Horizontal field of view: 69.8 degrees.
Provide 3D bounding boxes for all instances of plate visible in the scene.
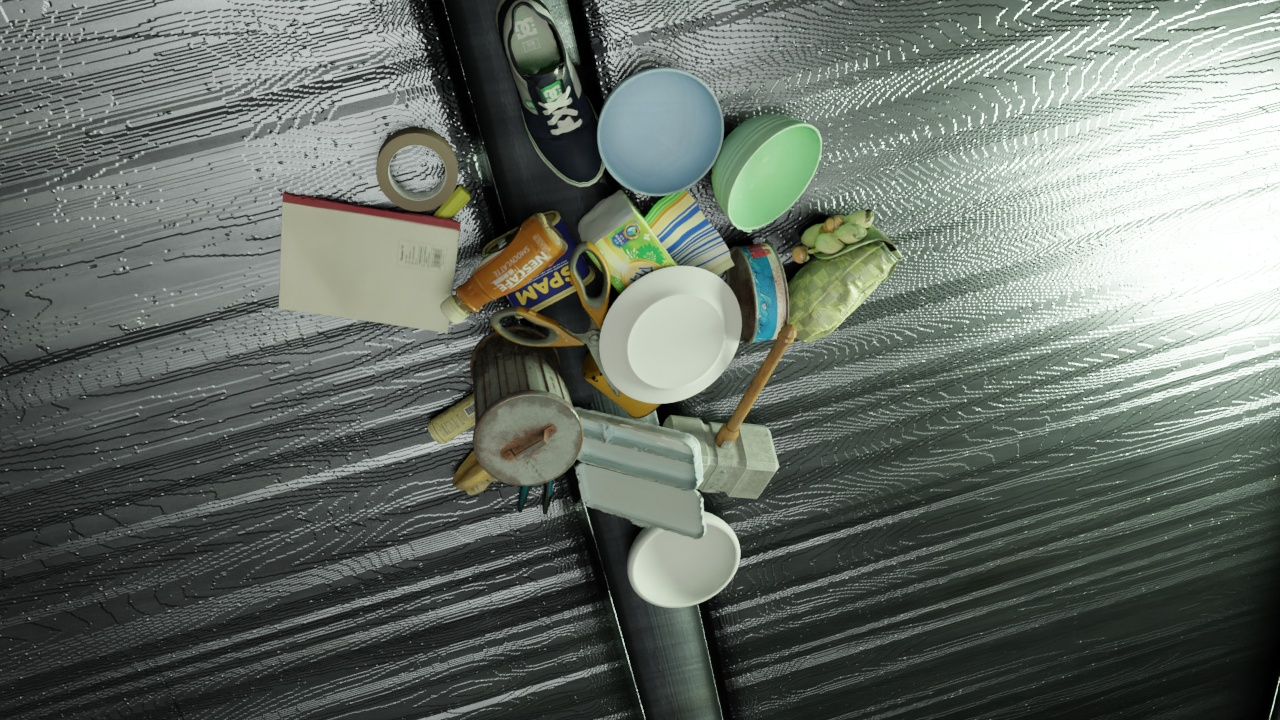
[{"bbox_3d":[0.042,-0.026,1.142,0.188,0.016,0.189,-8,119,-16],"label":"plate"}]

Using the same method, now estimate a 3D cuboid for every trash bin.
[{"bbox_3d":[-0.149,0.055,1.158,0.130,0.211,0.131,-6,119,-10],"label":"trash bin"}]

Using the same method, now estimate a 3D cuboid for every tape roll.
[{"bbox_3d":[-0.263,-0.226,1.084,0.093,0.030,0.094,-5,119,-10],"label":"tape roll"}]

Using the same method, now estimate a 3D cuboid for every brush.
[{"bbox_3d":[-0.181,0.123,1.277,0.195,0.059,0.043,-37,128,10],"label":"brush"}]

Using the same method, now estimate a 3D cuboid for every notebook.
[{"bbox_3d":[-0.333,-0.116,1.125,0.208,0.012,0.153,9,116,-9],"label":"notebook"}]

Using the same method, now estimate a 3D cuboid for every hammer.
[{"bbox_3d":[0.141,0.063,1.246,0.162,0.082,0.319,7,136,-17],"label":"hammer"}]

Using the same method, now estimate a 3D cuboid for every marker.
[{"bbox_3d":[-0.254,-0.164,1.128,0.124,0.017,0.021,-44,150,14],"label":"marker"}]

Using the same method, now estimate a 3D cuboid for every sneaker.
[{"bbox_3d":[-0.100,-0.300,1.054,0.084,0.079,0.235,-23,121,-1],"label":"sneaker"}]

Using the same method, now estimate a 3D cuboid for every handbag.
[{"bbox_3d":[0.248,-0.120,1.216,0.117,0.113,0.187,41,103,-20],"label":"handbag"}]

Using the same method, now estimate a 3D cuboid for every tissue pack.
[{"bbox_3d":[0.033,-0.131,1.161,0.141,0.120,0.197,-35,126,9],"label":"tissue pack"}]

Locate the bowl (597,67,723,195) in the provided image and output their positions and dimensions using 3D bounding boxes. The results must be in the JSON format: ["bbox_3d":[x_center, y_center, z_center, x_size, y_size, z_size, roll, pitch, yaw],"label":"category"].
[{"bbox_3d":[0.017,-0.279,1.095,0.150,0.074,0.151,-5,119,-10],"label":"bowl"}]

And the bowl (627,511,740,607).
[{"bbox_3d":[0.062,0.296,1.421,0.176,0.066,0.177,-5,119,-10],"label":"bowl"}]

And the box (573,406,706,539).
[{"bbox_3d":[-0.005,0.158,1.287,0.209,0.037,0.189,10,131,28],"label":"box"}]

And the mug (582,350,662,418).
[{"bbox_3d":[-0.007,0.007,1.222,0.094,0.100,0.124,39,140,-26],"label":"mug"}]

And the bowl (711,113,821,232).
[{"bbox_3d":[0.144,-0.242,1.129,0.150,0.077,0.151,-30,148,-22],"label":"bowl"}]

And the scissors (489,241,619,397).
[{"bbox_3d":[-0.064,-0.048,1.124,0.225,0.016,0.217,18,118,-17],"label":"scissors"}]

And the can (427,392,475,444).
[{"bbox_3d":[-0.247,0.079,1.249,0.079,0.038,0.038,-32,120,5],"label":"can"}]

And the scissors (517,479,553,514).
[{"bbox_3d":[-0.149,0.165,1.330,0.144,0.019,0.126,-36,119,5],"label":"scissors"}]

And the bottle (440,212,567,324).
[{"bbox_3d":[-0.166,-0.105,1.092,0.167,0.059,0.059,-37,120,8],"label":"bottle"}]

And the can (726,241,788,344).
[{"bbox_3d":[0.151,-0.088,1.197,0.044,0.130,0.130,-9,119,-8],"label":"can"}]

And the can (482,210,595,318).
[{"bbox_3d":[-0.130,-0.122,1.157,0.116,0.056,0.092,-28,119,3],"label":"can"}]
